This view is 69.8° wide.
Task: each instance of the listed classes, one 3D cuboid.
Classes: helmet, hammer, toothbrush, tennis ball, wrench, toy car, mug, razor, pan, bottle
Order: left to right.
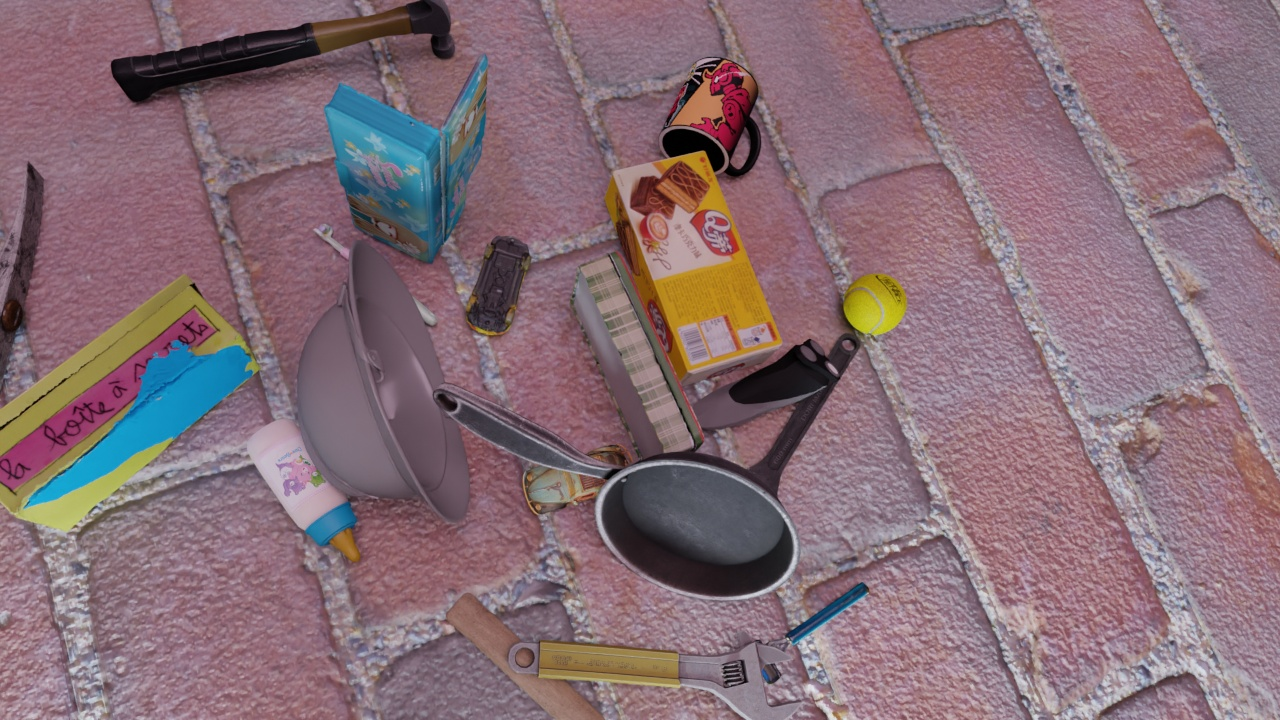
[{"bbox_3d":[-0.709,-0.090,0.818,0.300,0.037,0.217,5,72,-9],"label":"hammer"},{"bbox_3d":[-0.357,-0.321,0.932,0.332,0.118,0.025,-16,74,-10],"label":"hammer"},{"bbox_3d":[-0.296,0.121,0.827,0.051,0.051,0.146,-35,83,-19],"label":"bottle"},{"bbox_3d":[-0.252,0.034,0.819,0.118,0.183,0.271,-23,74,5],"label":"helmet"},{"bbox_3d":[-0.264,-0.085,0.918,0.155,0.015,0.022,39,28,3],"label":"toothbrush"},{"bbox_3d":[-0.143,-0.077,0.932,0.049,0.030,0.106,17,72,-4],"label":"toy car"},{"bbox_3d":[-0.056,0.112,0.881,0.111,0.047,0.047,-16,80,-16],"label":"toy car"},{"bbox_3d":[-0.047,0.333,0.830,0.331,0.031,0.119,41,69,6],"label":"hammer"},{"bbox_3d":[-0.019,0.108,0.812,0.357,0.188,0.055,34,42,-10],"label":"pan"},{"bbox_3d":[0.015,0.283,0.833,0.273,0.018,0.083,7,73,-9],"label":"wrench"},{"bbox_3d":[0.088,-0.259,1.018,0.118,0.082,0.098,35,66,-29],"label":"mug"},{"bbox_3d":[0.125,0.030,0.941,0.156,0.060,0.057,-30,59,2],"label":"razor"},{"bbox_3d":[0.159,0.076,0.951,0.073,0.018,0.272,32,67,10],"label":"wrench"},{"bbox_3d":[0.167,0.258,0.895,0.143,0.022,0.042,-27,83,-23],"label":"razor"},{"bbox_3d":[0.252,-0.061,0.989,0.065,0.065,0.065,3,72,-11],"label":"tennis ball"}]

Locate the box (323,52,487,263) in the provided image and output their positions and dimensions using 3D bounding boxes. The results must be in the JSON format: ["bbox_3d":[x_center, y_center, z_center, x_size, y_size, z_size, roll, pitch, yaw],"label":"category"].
[{"bbox_3d":[-0.207,-0.196,0.850,0.098,0.227,0.121,27,70,-2],"label":"box"}]

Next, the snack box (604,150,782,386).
[{"bbox_3d":[0.053,-0.097,0.961,0.110,0.062,0.230,-17,77,-16],"label":"snack box"}]

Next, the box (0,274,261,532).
[{"bbox_3d":[-0.444,0.037,0.787,0.081,0.125,0.220,43,71,1],"label":"box"}]

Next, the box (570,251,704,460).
[{"bbox_3d":[-0.005,0.005,0.889,0.049,0.118,0.205,-22,77,-16],"label":"box"}]
